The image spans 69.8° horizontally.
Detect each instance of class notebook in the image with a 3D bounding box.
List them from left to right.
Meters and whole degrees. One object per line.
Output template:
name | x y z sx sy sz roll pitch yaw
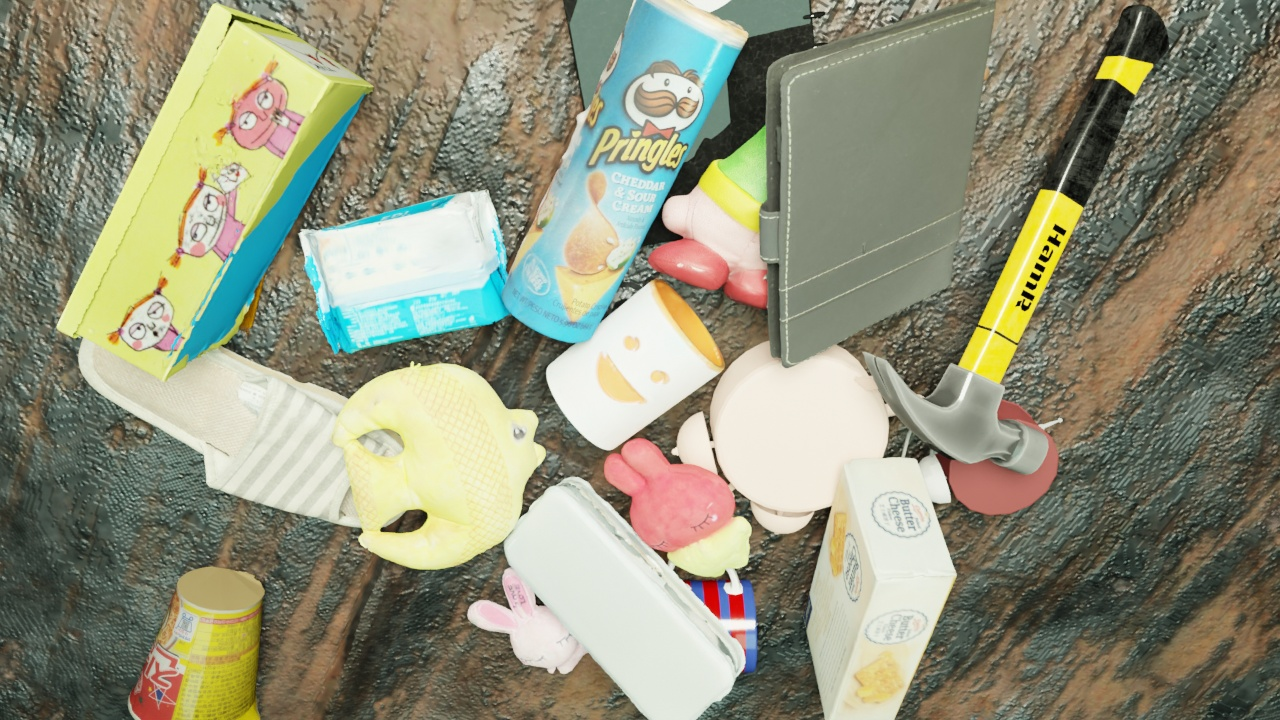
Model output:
notebook | 0.042 -0.199 0.621 0.169 0.019 0.232 -8 112 5
notebook | 0.147 -0.106 0.588 0.169 0.029 0.209 -23 129 -20

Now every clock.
clock | 0.119 0.055 0.697 0.131 0.086 0.161 39 113 -15
clock | 0.268 0.074 0.721 0.124 0.044 0.087 6 112 -3

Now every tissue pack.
tissue pack | -0.165 -0.064 0.653 0.144 0.061 0.093 -12 110 2

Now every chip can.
chip can | -0.016 -0.125 0.603 0.080 0.079 0.230 25 112 -10

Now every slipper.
slipper | -0.300 0.050 0.708 0.272 0.054 0.115 30 114 -11

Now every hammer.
hammer | 0.270 -0.083 0.623 0.169 0.034 0.324 21 96 -27

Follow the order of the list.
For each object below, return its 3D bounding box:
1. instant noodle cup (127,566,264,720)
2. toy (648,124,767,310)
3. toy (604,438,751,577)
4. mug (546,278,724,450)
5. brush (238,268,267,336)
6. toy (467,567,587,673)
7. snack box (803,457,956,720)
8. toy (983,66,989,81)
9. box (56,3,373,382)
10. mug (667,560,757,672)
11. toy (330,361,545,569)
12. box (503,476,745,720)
instant noodle cup | -0.363 0.238 0.766 0.100 0.100 0.112 15 103 -7
toy | 0.084 -0.101 0.606 0.124 0.097 0.131 20 93 -13
toy | 0.028 0.112 0.696 0.092 0.045 0.135 -32 107 34
mug | -0.004 0.004 0.671 0.105 0.082 0.082 -38 108 14
brush | -0.293 -0.084 0.668 0.048 0.017 0.127 20 111 -8
toy | -0.090 0.229 0.784 0.110 0.047 0.063 42 98 -12
snack box | 0.175 0.182 0.700 0.057 0.104 0.208 -1 132 -3
toy | 0.175 -0.187 0.612 0.102 0.041 0.054 -19 70 15
box | -0.269 -0.104 0.589 0.079 0.124 0.221 33 103 -11
mug | 0.055 0.204 0.759 0.076 0.075 0.112 -1 111 0
toy | -0.149 0.078 0.702 0.154 0.064 0.170 -15 110 -15
box | -0.014 0.189 0.723 0.213 0.063 0.118 42 114 12
